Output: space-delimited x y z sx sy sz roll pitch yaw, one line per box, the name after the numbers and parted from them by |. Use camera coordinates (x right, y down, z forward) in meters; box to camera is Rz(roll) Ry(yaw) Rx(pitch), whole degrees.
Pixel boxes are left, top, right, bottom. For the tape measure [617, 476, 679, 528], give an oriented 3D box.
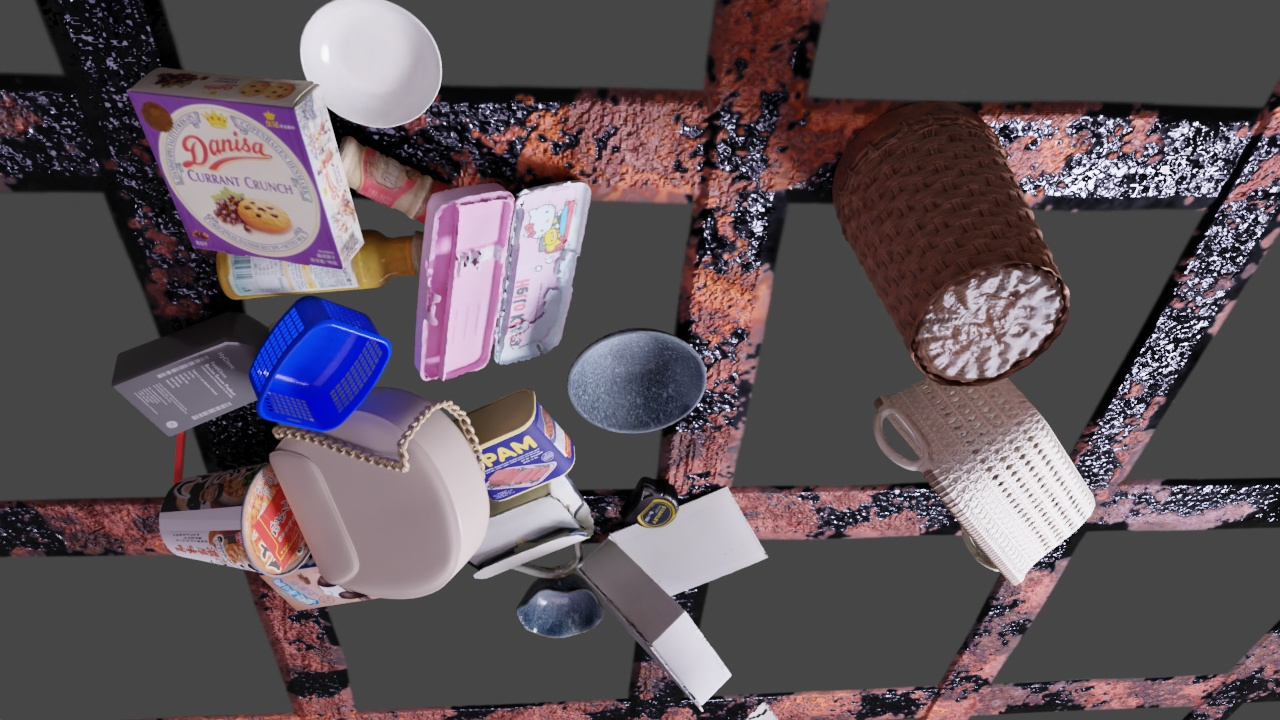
0.015 0.167 1.079 0.061 0.034 0.062 23 121 -19 | tape measure

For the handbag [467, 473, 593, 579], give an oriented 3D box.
-0.125 0.216 1.082 0.151 0.073 0.176 -21 132 12 | handbag

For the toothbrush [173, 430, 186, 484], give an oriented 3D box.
-0.477 0.058 0.943 0.018 0.012 0.213 13 129 -17 | toothbrush

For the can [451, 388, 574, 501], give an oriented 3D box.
-0.139 0.094 0.982 0.116 0.056 0.092 -24 131 15 | can

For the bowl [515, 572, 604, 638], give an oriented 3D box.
-0.103 0.306 1.178 0.110 0.055 0.111 -3 132 -4 | bowl

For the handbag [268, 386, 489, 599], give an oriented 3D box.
-0.263 0.138 0.925 0.209 0.103 0.211 -12 106 24 | handbag

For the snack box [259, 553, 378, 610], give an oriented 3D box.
-0.369 0.259 1.113 0.151 0.034 0.087 -11 134 11 | snack box

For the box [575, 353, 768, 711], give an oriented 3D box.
0.084 0.204 1.178 0.174 0.420 0.167 6 142 35 | box

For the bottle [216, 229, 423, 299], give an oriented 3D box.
-0.269 -0.087 0.807 0.186 0.053 0.053 -5 132 -2 | bottle

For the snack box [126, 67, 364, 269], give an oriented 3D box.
-0.307 -0.150 0.726 0.143 0.040 0.148 9 133 12 | snack box

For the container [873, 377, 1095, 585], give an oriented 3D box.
0.367 0.113 0.979 0.143 0.184 0.246 -38 127 12 | container

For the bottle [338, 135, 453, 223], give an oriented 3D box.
-0.204 -0.146 0.768 0.109 0.044 0.044 25 125 -24 | bottle

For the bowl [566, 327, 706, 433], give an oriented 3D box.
-0.005 0.005 0.916 0.137 0.057 0.137 -3 132 -3 | bowl

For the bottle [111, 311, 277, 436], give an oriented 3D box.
-0.393 0.002 0.869 0.174 0.046 0.084 -22 136 2 | bottle

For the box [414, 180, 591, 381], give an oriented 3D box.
-0.127 -0.072 0.825 0.152 0.038 0.202 -19 142 -35 | box

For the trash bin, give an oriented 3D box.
0.255 -0.097 0.749 0.151 0.209 0.151 -4 132 -4 | trash bin

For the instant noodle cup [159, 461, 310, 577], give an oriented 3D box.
-0.431 0.167 0.978 0.122 0.123 0.124 -3 134 17 | instant noodle cup

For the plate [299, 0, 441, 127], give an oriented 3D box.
-0.204 -0.232 0.702 0.104 0.026 0.104 -3 133 -3 | plate

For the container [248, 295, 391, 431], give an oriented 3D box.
-0.294 0.000 0.834 0.114 0.058 0.096 -51 141 14 | container
